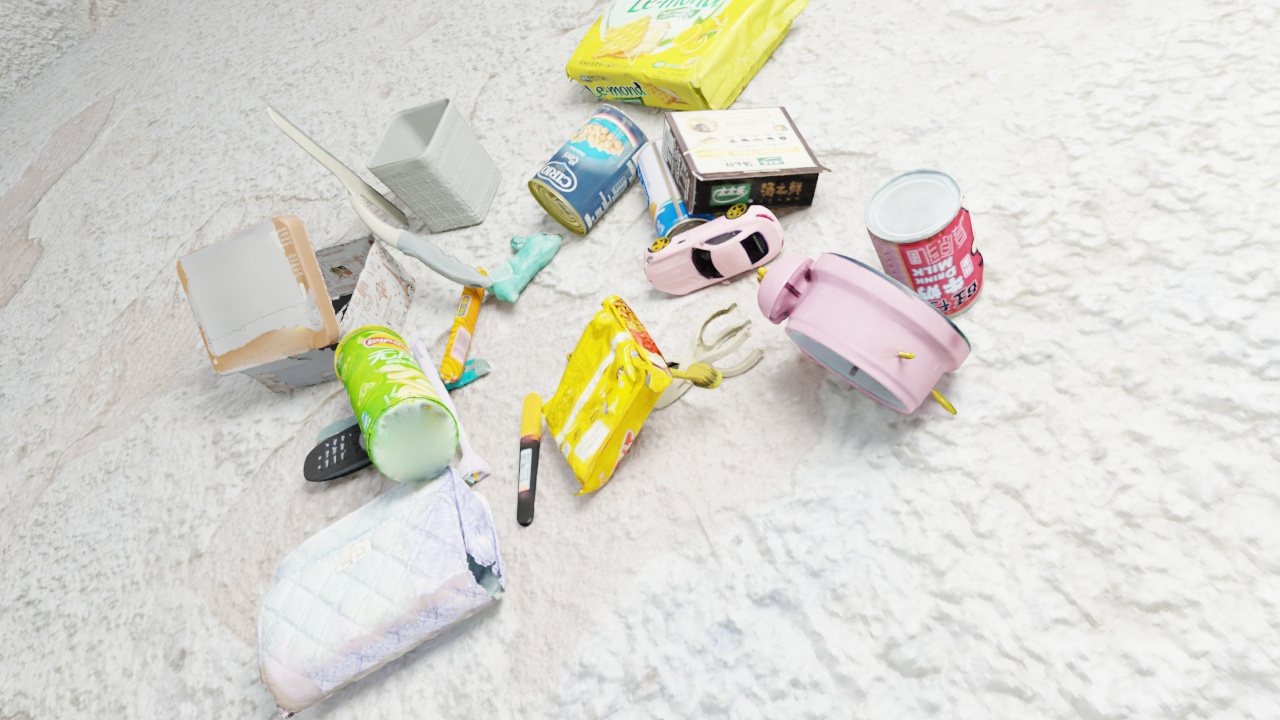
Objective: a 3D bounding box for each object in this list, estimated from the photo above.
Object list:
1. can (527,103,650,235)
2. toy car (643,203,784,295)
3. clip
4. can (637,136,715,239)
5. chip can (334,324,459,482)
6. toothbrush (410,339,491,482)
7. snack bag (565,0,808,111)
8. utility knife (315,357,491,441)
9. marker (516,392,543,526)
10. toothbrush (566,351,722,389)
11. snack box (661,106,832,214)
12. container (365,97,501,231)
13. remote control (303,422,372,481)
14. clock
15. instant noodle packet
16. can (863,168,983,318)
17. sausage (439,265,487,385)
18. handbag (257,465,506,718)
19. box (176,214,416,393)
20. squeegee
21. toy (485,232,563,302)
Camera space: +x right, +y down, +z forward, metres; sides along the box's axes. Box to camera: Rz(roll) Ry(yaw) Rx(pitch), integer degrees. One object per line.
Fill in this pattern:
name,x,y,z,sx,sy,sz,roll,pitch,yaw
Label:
can,-0.047,-0.189,0.908,0.111,0.075,0.075,-49,45,-11
toy car,0.061,-0.089,0.772,0.122,0.056,0.037,-21,40,19
clip,0.053,0.006,0.717,0.104,0.035,0.083,-45,43,1
can,0.033,-0.148,0.837,0.053,0.053,0.134,-26,45,13
chip can,-0.214,0.032,0.789,0.072,0.072,0.221,-44,30,-6
toothbrush,-0.179,0.040,0.839,0.029,0.021,0.189,-10,43,-26
snack bag,0.039,-0.336,0.974,0.247,0.068,0.158,25,73,43
utility knife,-0.233,0.039,0.890,0.208,0.013,0.029,-23,45,16
marker,-0.092,0.081,0.765,0.018,0.015,0.123,-18,50,22
toothbrush,-0.004,0.004,0.737,0.190,0.016,0.015,8,68,52
snack box,0.087,-0.171,0.788,0.113,0.053,0.125,-6,46,-10
container,-0.221,-0.209,1.008,0.090,0.114,0.090,-5,53,30
remote control,-0.257,0.078,0.867,0.136,0.024,0.053,-25,43,11
clock,0.142,-0.023,0.625,0.060,0.117,0.158,-54,47,1
instant noodle packet,-0.029,0.030,0.715,0.129,0.044,0.110,-58,36,24
can,0.201,-0.079,0.643,0.067,0.094,0.066,-17,48,20
sausage,-0.172,-0.038,0.897,0.021,0.021,0.164,-17,42,21
handbag,-0.206,0.174,0.720,0.194,0.075,0.134,-32,42,8
box,-0.369,-0.066,0.945,0.183,0.178,0.152,-11,49,25
squeegee,-0.241,-0.130,0.934,0.246,0.246,0.039,37,87,24
toy,-0.119,-0.098,0.916,0.091,0.030,0.096,-45,37,-13
